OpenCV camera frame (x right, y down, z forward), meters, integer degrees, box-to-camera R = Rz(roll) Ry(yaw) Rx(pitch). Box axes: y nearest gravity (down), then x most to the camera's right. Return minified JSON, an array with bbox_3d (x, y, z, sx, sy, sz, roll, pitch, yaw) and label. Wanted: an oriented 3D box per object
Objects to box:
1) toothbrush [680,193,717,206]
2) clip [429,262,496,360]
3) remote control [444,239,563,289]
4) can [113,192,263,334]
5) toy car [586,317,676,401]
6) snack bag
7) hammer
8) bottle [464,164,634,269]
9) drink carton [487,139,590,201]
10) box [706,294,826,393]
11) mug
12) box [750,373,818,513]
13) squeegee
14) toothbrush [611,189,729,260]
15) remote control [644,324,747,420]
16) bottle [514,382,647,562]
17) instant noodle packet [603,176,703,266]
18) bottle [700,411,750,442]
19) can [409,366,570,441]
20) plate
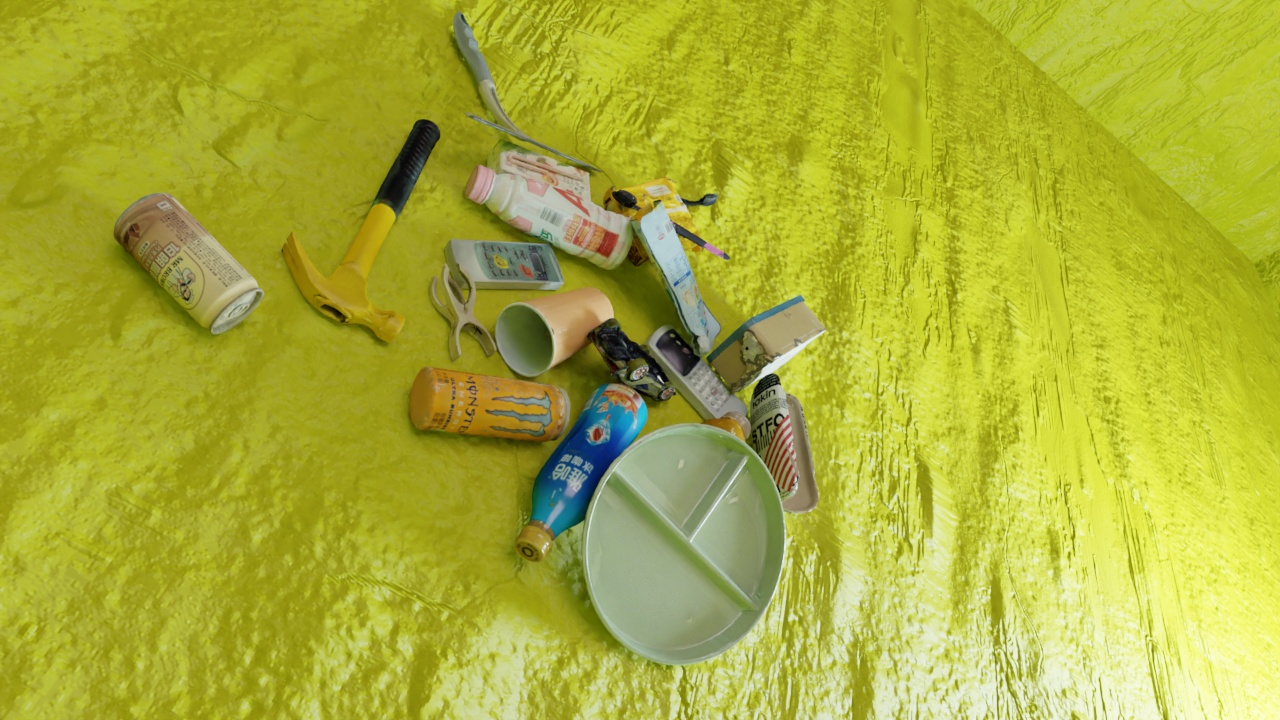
[{"bbox_3d":[0.045,-0.218,1.263,0.189,0.016,0.014,-14,68,-44],"label":"toothbrush"},{"bbox_3d":[-0.185,-0.048,0.932,0.072,0.035,0.100,-10,75,-44],"label":"clip"},{"bbox_3d":[-0.149,-0.105,1.012,0.134,0.019,0.056,-2,62,-41],"label":"remote control"},{"bbox_3d":[-0.379,-0.082,0.771,0.116,0.059,0.058,46,42,-2],"label":"can"},{"bbox_3d":[-0.006,0.006,1.001,0.070,0.042,0.158,57,11,29],"label":"toy car"},{"bbox_3d":[0.047,-0.097,1.110,0.191,0.039,0.110,63,13,-16],"label":"snack bag"},{"bbox_3d":[-0.264,-0.153,0.943,0.128,0.033,0.299,31,44,-20],"label":"hammer"},{"bbox_3d":[-0.105,-0.169,1.063,0.196,0.068,0.068,20,48,-24],"label":"bottle"},{"bbox_3d":[-0.121,-0.217,1.100,0.122,0.046,0.053,17,51,-29],"label":"drink carton"},{"bbox_3d":[0.163,-0.024,1.149,0.062,0.090,0.183,52,33,7],"label":"box"},{"bbox_3d":[-0.086,-0.037,0.976,0.078,0.078,0.122,54,36,7],"label":"mug"},{"bbox_3d":[0.175,0.098,1.088,0.086,0.076,0.162,14,52,-30],"label":"box"},{"bbox_3d":[-0.186,-0.342,1.146,0.246,0.039,0.246,6,48,-58],"label":"squeegee"},{"bbox_3d":[0.044,-0.170,1.161,0.189,0.018,0.014,25,63,-27],"label":"toothbrush"},{"bbox_3d":[0.066,0.022,1.094,0.150,0.021,0.058,47,41,-2],"label":"remote control"},{"bbox_3d":[-0.059,0.107,0.891,0.065,0.065,0.218,41,42,-8],"label":"bottle"},{"bbox_3d":[0.018,-0.180,1.188,0.128,0.044,0.110,-19,82,-43],"label":"instant noodle packet"},{"bbox_3d":[0.063,0.114,0.987,0.068,0.068,0.189,49,41,1],"label":"bottle"},{"bbox_3d":[-0.143,0.043,0.875,0.145,0.058,0.058,10,54,-35],"label":"can"},{"bbox_3d":[0.043,0.174,0.885,0.229,0.028,0.230,2,86,-28],"label":"plate"}]
